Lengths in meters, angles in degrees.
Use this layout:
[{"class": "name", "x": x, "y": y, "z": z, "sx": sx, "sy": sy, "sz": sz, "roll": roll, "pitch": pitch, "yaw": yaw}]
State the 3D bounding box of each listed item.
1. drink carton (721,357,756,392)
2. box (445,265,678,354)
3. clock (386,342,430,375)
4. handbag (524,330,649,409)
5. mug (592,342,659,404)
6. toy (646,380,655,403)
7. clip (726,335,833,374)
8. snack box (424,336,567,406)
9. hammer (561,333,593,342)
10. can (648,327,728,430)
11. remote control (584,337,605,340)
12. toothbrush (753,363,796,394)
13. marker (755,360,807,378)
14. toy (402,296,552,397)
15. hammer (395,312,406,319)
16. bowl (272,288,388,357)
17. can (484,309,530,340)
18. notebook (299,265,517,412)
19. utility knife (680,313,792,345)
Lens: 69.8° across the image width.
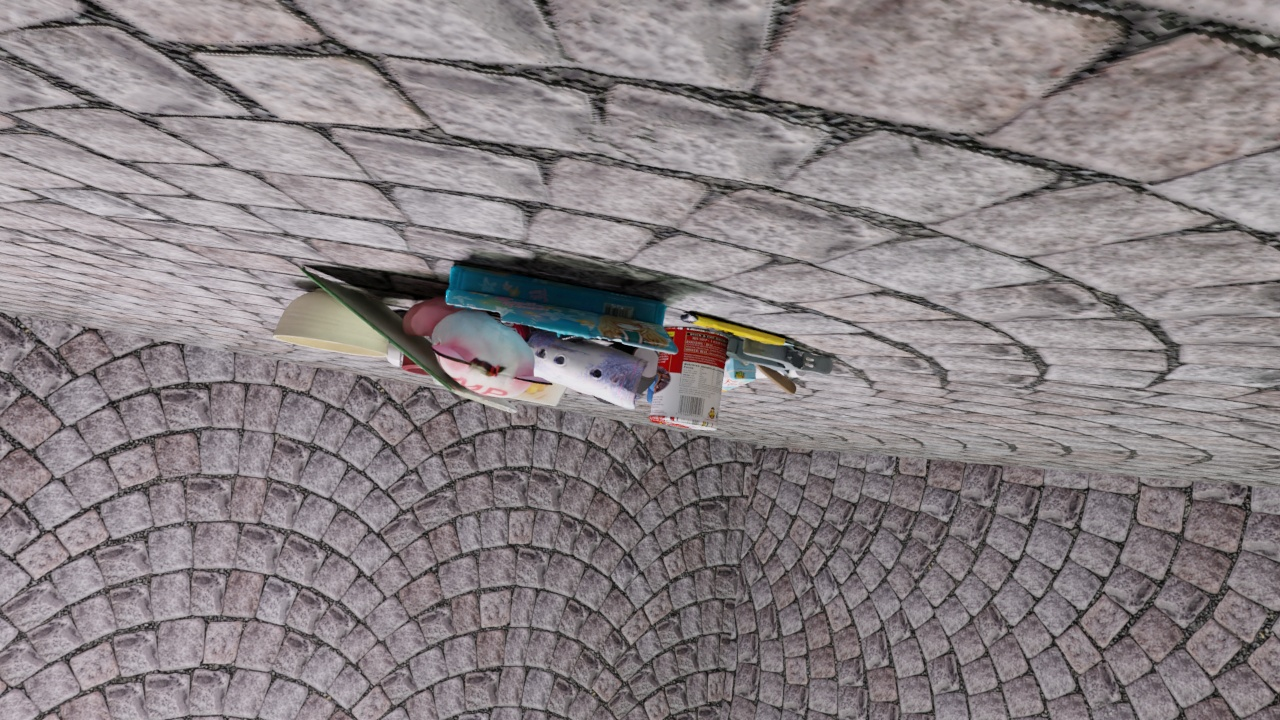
[{"class": "drink carton", "x": 0.123, "y": 0.022, "z": 1.334, "sx": 0.044, "sy": 0.038, "sz": 0.129, "roll": 2, "pitch": 168, "yaw": -22}, {"class": "box", "x": -0.083, "y": -0.054, "z": 0.934, "sx": 0.227, "sy": 0.056, "sz": 0.185, "roll": 9, "pitch": -176, "yaw": -12}, {"class": "clock", "x": -0.318, "y": -0.006, "z": 1.367, "sx": 0.138, "sy": 0.048, "sz": 0.096, "roll": 2, "pitch": 171, "yaw": 13}, {"class": "handbag", "x": -0.073, "y": 0.011, "z": 1.195, "sx": 0.158, "sy": 0.069, "sz": 0.126, "roll": 19, "pitch": -176, "yaw": 4}, {"class": "mug", "x": -0.008, "y": 0.008, "z": 1.319, "sx": 0.118, "sy": 0.085, "sz": 0.100, "roll": -24, "pitch": -178, "yaw": -38}, {"class": "toy", "x": 0.018, "y": 0.032, "z": 1.482, "sx": 0.177, "sy": 0.071, "sz": 0.112, "roll": -5, "pitch": 168, "yaw": 33}, {"class": "clip", "x": 0.159, "y": -0.006, "z": 1.171, "sx": 0.163, "sy": 0.028, "sz": 0.108, "roll": 15, "pitch": 172, "yaw": -41}, {"class": "snack box", "x": -0.206, "y": -0.002, "z": 1.302, "sx": 0.207, "sy": 0.058, "sz": 0.104, "roll": 14, "pitch": -152, "yaw": -41}, {"class": "hammer", "x": 0.031, "y": -0.019, "z": 1.239, "sx": 0.095, "sy": 0.015, "sz": 0.324, "roll": -11, "pitch": 166, "yaw": 33}, {"class": "can", "x": 0.061, "y": 0.024, "z": 1.149, "sx": 0.086, "sy": 0.116, "sz": 0.087, "roll": 8, "pitch": 173, "yaw": 1}, {"class": "remote control", "x": -0.098, "y": -0.045, "z": 1.163, "sx": 0.047, "sy": 0.022, "sz": 0.150, "roll": 3, "pitch": 172, "yaw": 35}, {"class": "toothbrush", "x": 0.165, "y": 0.011, "z": 1.228, "sx": 0.016, "sy": 0.016, "sz": 0.166, "roll": 7, "pitch": 162, "yaw": 42}, {"class": "marker", "x": 0.184, "y": 0.012, "z": 1.305, "sx": 0.027, "sy": 0.023, "sz": 0.133, "roll": 36, "pitch": 161, "yaw": -24}, {"class": "toy", "x": -0.191, "y": -0.017, "z": 1.048, "sx": 0.142, "sy": 0.084, "sz": 0.213, "roll": 31, "pitch": -178, "yaw": -27}, {"class": "hammer", "x": -0.240, "y": -0.030, "z": 1.432, "sx": 0.322, "sy": 0.033, "sz": 0.115, "roll": 13, "pitch": 170, "yaw": -39}, {"class": "bowl", "x": -0.413, "y": -0.054, "z": 1.244, "sx": 0.151, "sy": 0.075, "sz": 0.151, "roll": 8, "pitch": 172, "yaw": 1}, {"class": "can", "x": -0.205, "y": -0.035, "z": 1.200, "sx": 0.114, "sy": 0.063, "sz": 0.063, "roll": 13, "pitch": 172, "yaw": -33}, {"class": "notebook", "x": -0.276, "y": -0.021, "z": 1.109, "sx": 0.252, "sy": 0.010, "sz": 0.182, "roll": 36, "pitch": -179, "yaw": 19}, {"class": "utility knife", "x": 0.114, "y": -0.034, "z": 1.053, "sx": 0.162, "sy": 0.017, "sz": 0.030, "roll": 9, "pitch": -177, "yaw": -33}]
